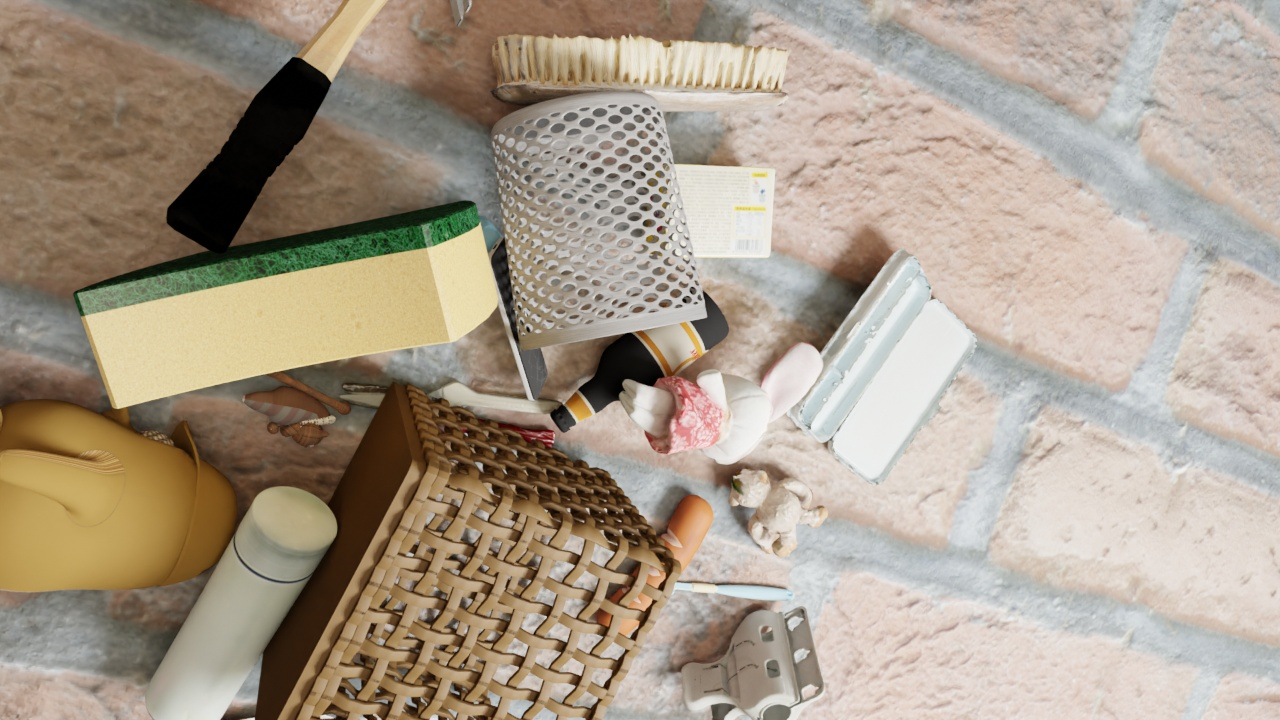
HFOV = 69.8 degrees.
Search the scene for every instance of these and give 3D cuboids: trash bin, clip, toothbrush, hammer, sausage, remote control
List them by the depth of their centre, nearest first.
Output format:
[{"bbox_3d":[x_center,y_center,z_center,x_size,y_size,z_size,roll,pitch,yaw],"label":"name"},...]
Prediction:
[{"bbox_3d":[-0.232,-0.219,0.668,0.131,0.039,0.327,33,64,-19],"label":"hammer"},{"bbox_3d":[-0.038,-0.112,0.756,0.156,0.157,0.183,-11,93,-18],"label":"trash bin"},{"bbox_3d":[-0.106,-0.034,0.796,0.008,0.045,0.147,-3,124,15],"label":"remote control"},{"bbox_3d":[0.017,0.205,0.907,0.044,0.039,0.164,39,86,-19],"label":"sausage"},{"bbox_3d":[0.114,0.317,0.929,0.144,0.124,0.074,-31,110,15],"label":"clip"},{"bbox_3d":[0.093,0.239,0.955,0.155,0.016,0.022,10,59,-21],"label":"toothbrush"}]

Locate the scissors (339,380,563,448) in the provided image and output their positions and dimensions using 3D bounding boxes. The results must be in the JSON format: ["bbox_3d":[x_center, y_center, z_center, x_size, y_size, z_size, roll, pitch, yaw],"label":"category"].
[{"bbox_3d":[-0.165,0.050,0.825,0.187,0.015,0.146,-23,108,-13],"label":"scissors"}]

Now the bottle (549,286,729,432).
[{"bbox_3d":[-0.005,0.005,0.850,0.181,0.059,0.059,-36,110,-10],"label":"bottle"}]

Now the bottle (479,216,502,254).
[{"bbox_3d":[-0.174,-0.070,0.784,0.130,0.040,0.040,-41,111,-9],"label":"bottle"}]

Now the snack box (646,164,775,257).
[{"bbox_3d":[0.062,-0.137,0.846,0.105,0.061,0.083,-2,101,-20],"label":"snack box"}]

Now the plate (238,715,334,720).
[{"bbox_3d":[-0.355,0.403,0.821,0.186,0.016,0.187,-3,101,-20],"label":"plate"}]

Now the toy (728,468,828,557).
[{"bbox_3d":[0.127,0.149,0.930,0.106,0.074,0.085,37,99,-18],"label":"toy"}]

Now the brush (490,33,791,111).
[{"bbox_3d":[0.006,-0.246,0.793,0.271,0.083,0.057,-4,102,-19],"label":"brush"}]

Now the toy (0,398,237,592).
[{"bbox_3d":[-0.402,0.099,0.682,0.203,0.199,0.162,22,63,-36],"label":"toy"}]

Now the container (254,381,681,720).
[{"bbox_3d":[-0.149,0.192,0.738,0.214,0.219,0.251,27,94,-23],"label":"container"}]

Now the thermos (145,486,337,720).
[{"bbox_3d":[-0.317,0.200,0.724,0.068,0.067,0.230,27,113,-23],"label":"thermos"}]

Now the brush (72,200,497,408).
[{"bbox_3d":[-0.233,-0.050,0.653,0.250,0.195,0.075,-11,104,-1],"label":"brush"}]

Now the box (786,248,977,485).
[{"bbox_3d":[0.253,0.010,0.958,0.192,0.061,0.209,37,87,-41],"label":"box"}]

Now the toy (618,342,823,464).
[{"bbox_3d":[0.066,0.048,0.840,0.194,0.084,0.159,2,133,-36],"label":"toy"}]

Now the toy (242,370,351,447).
[{"bbox_3d":[-0.295,0.035,0.760,0.101,0.042,0.054,32,79,-27],"label":"toy"}]
